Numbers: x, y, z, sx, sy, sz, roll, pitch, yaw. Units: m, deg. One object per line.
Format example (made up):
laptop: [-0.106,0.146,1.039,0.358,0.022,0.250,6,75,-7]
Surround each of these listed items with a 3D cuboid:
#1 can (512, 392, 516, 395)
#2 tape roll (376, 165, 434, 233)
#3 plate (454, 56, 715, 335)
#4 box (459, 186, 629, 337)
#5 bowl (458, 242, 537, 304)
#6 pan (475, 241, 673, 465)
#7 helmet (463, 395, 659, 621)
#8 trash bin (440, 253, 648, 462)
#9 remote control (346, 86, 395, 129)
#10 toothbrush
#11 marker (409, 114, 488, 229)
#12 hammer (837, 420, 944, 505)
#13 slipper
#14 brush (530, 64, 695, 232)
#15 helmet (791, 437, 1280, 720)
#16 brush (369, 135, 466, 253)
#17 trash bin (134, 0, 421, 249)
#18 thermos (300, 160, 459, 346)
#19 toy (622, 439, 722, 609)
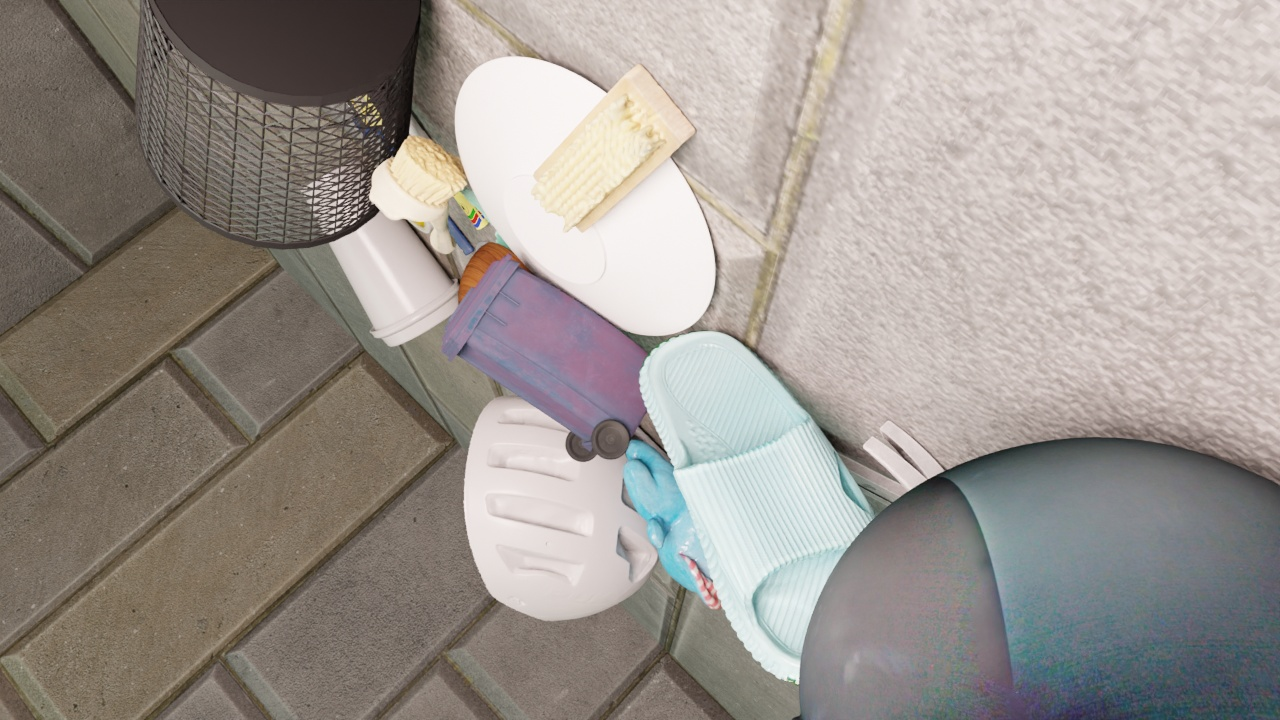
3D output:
can: [-0.159,0.009,1.190,0.100,0.053,0.059,37,162,31]
tape roll: [-0.268,-0.189,1.058,0.094,0.019,0.094,42,163,16]
plate: [-0.052,-0.098,0.638,0.229,0.030,0.230,31,149,20]
box: [-0.084,-0.085,0.806,0.187,0.057,0.138,32,147,40]
bowl: [-0.121,-0.026,0.822,0.147,0.068,0.147,43,159,20]
pan: [-0.075,0.015,1.030,0.356,0.050,0.201,51,163,-6]
helmet: [-0.086,0.152,0.976,0.184,0.223,0.282,-22,136,28]
trash bin: [-0.072,0.001,0.712,0.161,0.092,0.094,35,165,-10]
remote control: [-0.271,-0.256,0.897,0.058,0.013,0.133,60,163,-24]
toothbrush: [-0.247,-0.191,1.005,0.190,0.017,0.016,53,163,-20]
marker: [-0.190,-0.184,0.890,0.014,0.014,0.132,22,151,55]
hammer: [0.110,0.059,0.696,0.316,0.036,0.126,27,152,50]
slipper: [0.074,0.065,0.574,0.070,0.116,0.276,88,162,-47]
brush: [-0.023,-0.117,0.539,0.049,0.039,0.117,49,141,-8]
helmet: [0.185,0.162,0.394,0.317,0.249,0.235,78,173,-64]
brush: [-0.181,-0.131,0.804,0.062,0.077,0.272,58,173,0]
trash bin: [-0.264,-0.220,0.679,0.217,0.216,0.244,49,157,-8]
thermos: [-0.334,-0.140,1.173,0.222,0.131,0.132,60,160,-17]
toy: [0.051,0.149,0.932,0.180,0.115,0.183,56,-160,-23]
